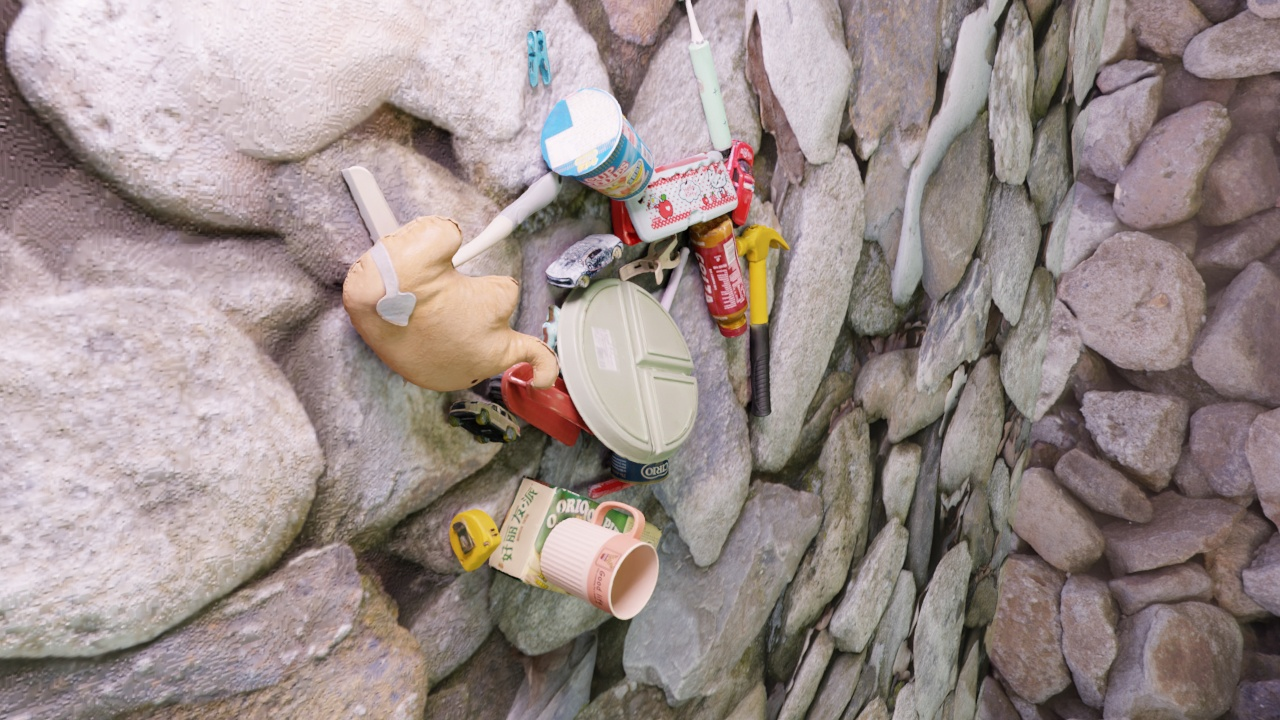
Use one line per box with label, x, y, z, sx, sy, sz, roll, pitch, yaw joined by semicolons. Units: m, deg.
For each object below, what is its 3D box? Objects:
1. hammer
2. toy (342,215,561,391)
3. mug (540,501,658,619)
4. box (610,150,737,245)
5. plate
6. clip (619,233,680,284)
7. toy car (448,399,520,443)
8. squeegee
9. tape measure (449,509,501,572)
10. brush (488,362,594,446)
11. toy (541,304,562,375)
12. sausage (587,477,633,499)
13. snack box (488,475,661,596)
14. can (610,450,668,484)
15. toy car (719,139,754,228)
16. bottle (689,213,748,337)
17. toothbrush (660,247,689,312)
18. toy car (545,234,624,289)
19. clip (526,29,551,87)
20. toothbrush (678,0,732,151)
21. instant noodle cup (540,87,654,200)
hammer;0.178;-0.056;1.374;0.128;0.033;0.301;-27;122;-44
toy;-0.174;-0.030;0.859;0.143;0.082;0.226;-38;130;6
mug;-0.041;0.211;1.009;0.081;0.106;0.114;30;77;-51
box;0.049;-0.204;1.131;0.200;0.068;0.091;-29;122;-44
plate;-0.006;0.006;1.070;0.230;0.028;0.229;28;50;-40
clip;0.017;-0.124;1.144;0.098;0.064;0.034;-47;136;-43
toy car;-0.164;0.062;0.964;0.090;0.042;0.035;41;47;-55
squeegee;-0.147;-0.132;0.924;0.245;0.039;0.247;-44;133;-35
tape measure;-0.179;0.187;0.970;0.028;0.057;0.060;-8;148;-53
brush;-0.102;0.045;1.014;0.145;0.069;0.063;38;70;-51
toy;-0.091;-0.016;1.038;0.092;0.030;0.096;65;35;-35
sausage;-0.026;0.156;1.176;0.155;0.020;0.020;-8;108;-59
snack box;-0.071;0.228;1.118;0.240;0.063;0.114;33;75;-51
can;0.000;0.091;1.155;0.075;0.075;0.111;-17;113;-49
toy car;0.129;-0.237;1.242;0.052;0.045;0.120;3;97;-54
bottle;0.111;-0.111;1.248;0.057;0.057;0.175;-45;133;-35
toothbrush;0.026;-0.063;1.187;0.029;0.021;0.189;113;-1;-77
toy car;-0.062;-0.115;1.032;0.105;0.049;0.031;-44;135;-37
clip;-0.105;-0.311;0.943;0.041;0.014;0.056;-26;123;-46
toothbrush;0.080;-0.367;1.151;0.027;0.026;0.225;-31;128;-16
instant noodle cup;-0.038;-0.226;0.997;0.110;0.099;0.099;25;81;-59
